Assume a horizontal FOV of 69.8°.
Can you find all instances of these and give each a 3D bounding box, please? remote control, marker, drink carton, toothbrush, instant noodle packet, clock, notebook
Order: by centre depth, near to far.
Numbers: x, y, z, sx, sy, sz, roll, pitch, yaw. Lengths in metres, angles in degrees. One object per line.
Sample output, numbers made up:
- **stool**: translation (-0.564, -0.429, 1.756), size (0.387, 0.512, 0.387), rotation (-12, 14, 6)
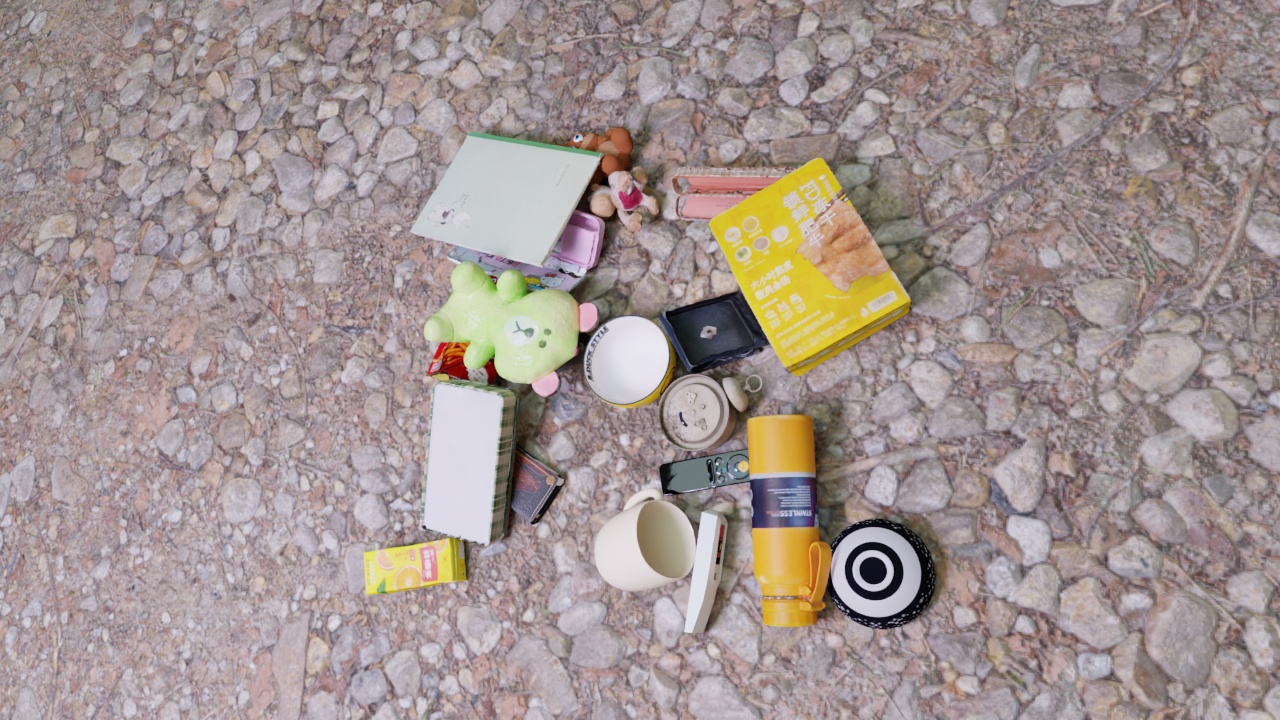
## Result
- **remote control**: translation (0.080, 0.247, 1.075), size (0.024, 0.049, 0.143), rotation (5, 77, 21)
- **instant noodle packet**: translation (0.199, -0.115, 1.100), size (0.163, 0.084, 0.221), rotation (-30, 74, 13)
- **remote control**: translation (0.098, 0.134, 1.117), size (0.152, 0.020, 0.041), rotation (-12, 76, 17)
- **clock**: translation (0.089, 0.058, 1.123), size (0.141, 0.054, 0.093), rotation (-31, 68, 19)
- **drink carton**: translation (-0.299, 0.274, 1.221), size (0.135, 0.043, 0.058), rotation (-13, 74, 18)
- **toothbrush**: translation (-0.077, -0.006, 1.230), size (0.167, 0.013, 0.012), rotation (-27, 67, 15)
- **marker**: translation (-0.116, -0.060, 1.239), size (0.124, 0.018, 0.021), rotation (36, 45, 8)
- **notebook**: translation (-0.189, -0.230, 1.273), size (0.253, 0.010, 0.181), rotation (18, 73, 33)

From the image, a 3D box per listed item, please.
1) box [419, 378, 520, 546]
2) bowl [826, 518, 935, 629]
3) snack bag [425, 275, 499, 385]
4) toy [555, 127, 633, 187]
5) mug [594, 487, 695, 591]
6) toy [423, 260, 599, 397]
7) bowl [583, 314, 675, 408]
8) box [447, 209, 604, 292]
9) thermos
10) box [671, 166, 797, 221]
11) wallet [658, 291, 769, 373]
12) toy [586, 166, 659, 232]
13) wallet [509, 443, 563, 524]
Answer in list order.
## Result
- **box**: translation (-0.221, 0.131, 1.193), size (0.118, 0.051, 0.205), rotation (8, 98, 23)
- **bowl**: translation (0.257, 0.231, 1.000), size (0.120, 0.066, 0.120), rotation (-6, 73, 20)
- **snack bag**: translation (-0.215, -0.058, 1.287), size (0.139, 0.066, 0.207), rotation (15, 72, 30)
- **toy**: translation (-0.069, -0.291, 1.280), size (0.128, 0.065, 0.094), rotation (17, 73, 30)
- **mug**: translation (-0.002, 0.213, 1.090), size (0.100, 0.096, 0.120), rotation (-31, 48, 41)
- **toy**: translation (-0.166, -0.044, 1.190), size (0.197, 0.107, 0.150), rotation (27, 93, -2)
- **bowl**: translation (-0.007, 0.007, 1.167), size (0.117, 0.067, 0.117), rotation (-6, 73, 20)
- **box**: translation (-0.154, -0.160, 1.276), size (0.202, 0.077, 0.146), rotation (21, 80, 25)
- **thermos**: translation (0.165, 0.179, 1.033), size (0.076, 0.091, 0.232), rotation (1, 79, -9)
- **box**: translation (0.130, -0.212, 1.184), size (0.187, 0.083, 0.041), rotation (5, 47, 24)
- **wallet**: translation (0.091, -0.035, 1.137), size (0.114, 0.026, 0.089), rotation (-16, 62, -21)
- **toy**: translation (-0.033, -0.223, 1.238), size (0.106, 0.085, 0.074), rotation (7, 43, 40)
- **wallet**: translation (-0.165, 0.154, 1.214), size (0.123, 0.019, 0.072), rotation (33, 89, 26)
